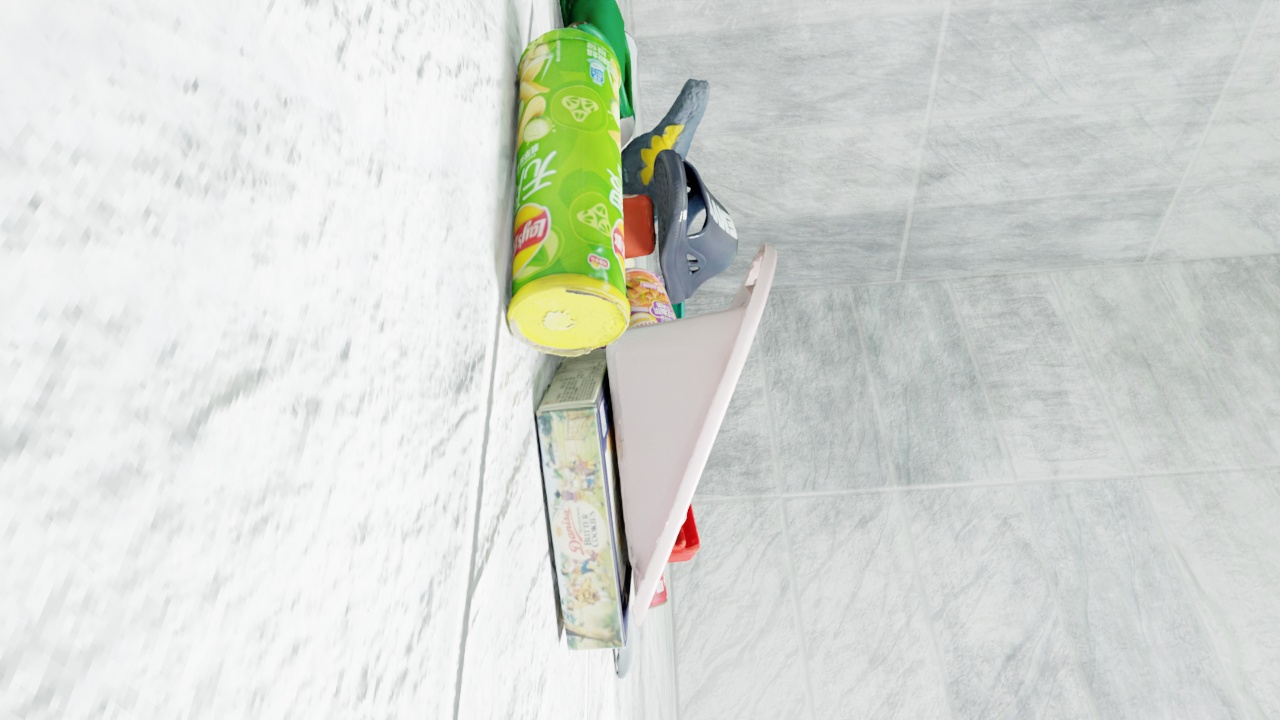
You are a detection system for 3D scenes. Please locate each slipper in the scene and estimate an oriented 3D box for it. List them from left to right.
[{"bbox_3d":[0.057,-0.137,0.969,0.268,0.083,0.110,82,3,-74],"label":"slipper"}]

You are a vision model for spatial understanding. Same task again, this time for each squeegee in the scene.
[{"bbox_3d":[-0.018,0.249,0.963,0.246,0.039,0.247,-89,174,-59],"label":"squeegee"}]

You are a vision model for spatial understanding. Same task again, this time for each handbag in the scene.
[{"bbox_3d":[-0.050,-0.305,0.908,0.120,0.068,0.131,72,13,-47],"label":"handbag"}]

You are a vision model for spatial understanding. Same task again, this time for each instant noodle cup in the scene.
[{"bbox_3d":[-0.009,-0.033,0.933,0.112,0.111,0.099,80,-2,-63],"label":"instant noodle cup"}]

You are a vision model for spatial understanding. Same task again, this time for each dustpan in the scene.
[{"bbox_3d":[0.052,0.050,0.730,0.222,0.139,0.273,-81,165,-84],"label":"dustpan"}]

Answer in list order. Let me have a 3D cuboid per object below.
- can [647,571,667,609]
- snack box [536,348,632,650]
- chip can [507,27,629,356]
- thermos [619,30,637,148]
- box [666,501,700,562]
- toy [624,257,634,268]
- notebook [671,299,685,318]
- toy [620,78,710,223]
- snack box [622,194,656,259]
[{"bbox_3d":[-0.005,0.212,1.041,0.053,0.053,0.132,-11,92,-87],"label":"can"},{"bbox_3d":[-0.037,0.098,0.705,0.177,0.046,0.182,-83,168,-78],"label":"snack box"},{"bbox_3d":[-0.045,-0.115,0.585,0.073,0.072,0.220,81,5,-60],"label":"chip can"},{"bbox_3d":[-0.037,-0.330,1.124,0.223,0.073,0.073,-90,175,-48],"label":"thermos"},{"bbox_3d":[0.006,0.102,0.939,0.201,0.094,0.092,-102,-161,-43],"label":"box"},{"bbox_3d":[-0.017,-0.210,1.344,0.105,0.066,0.157,-106,-158,-61],"label":"toy"},{"bbox_3d":[0.018,0.025,1.184,0.151,0.012,0.209,1,-88,62],"label":"notebook"},{"bbox_3d":[-0.001,-0.223,1.128,0.357,0.091,0.137,159,-48,-72],"label":"toy"},{"bbox_3d":[-0.024,-0.140,0.974,0.091,0.080,0.082,-84,171,-76],"label":"snack box"}]
